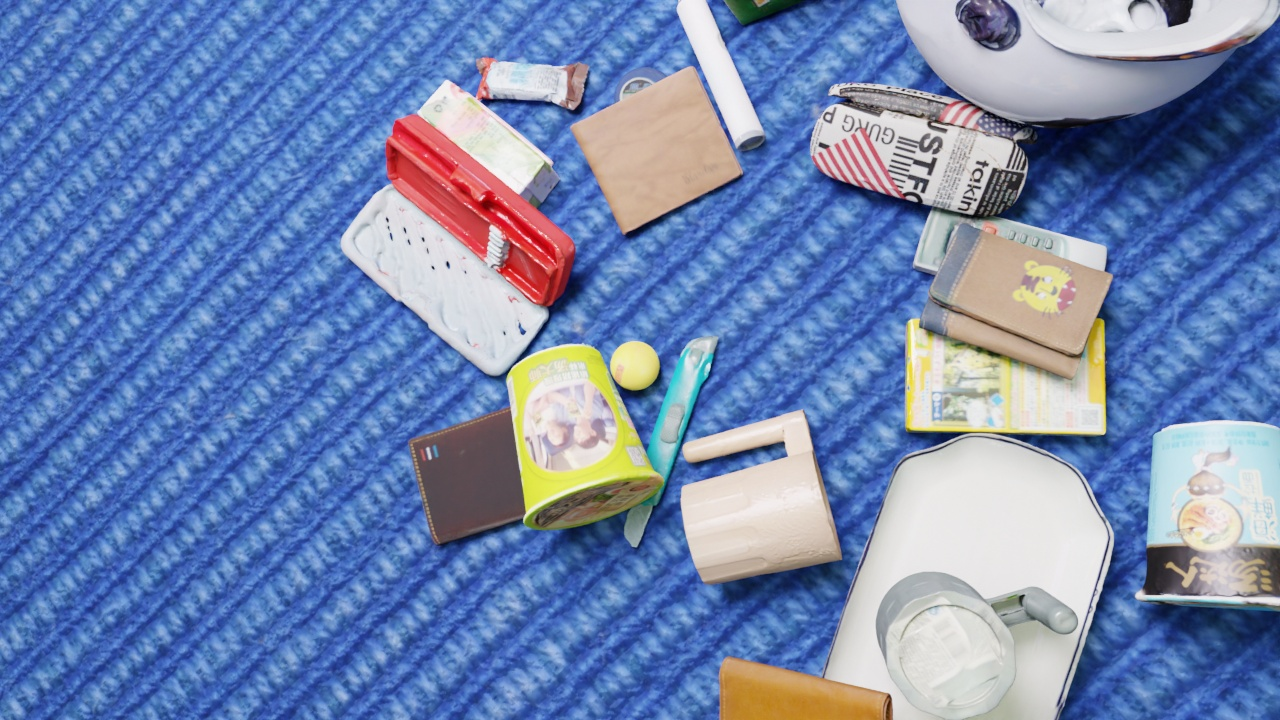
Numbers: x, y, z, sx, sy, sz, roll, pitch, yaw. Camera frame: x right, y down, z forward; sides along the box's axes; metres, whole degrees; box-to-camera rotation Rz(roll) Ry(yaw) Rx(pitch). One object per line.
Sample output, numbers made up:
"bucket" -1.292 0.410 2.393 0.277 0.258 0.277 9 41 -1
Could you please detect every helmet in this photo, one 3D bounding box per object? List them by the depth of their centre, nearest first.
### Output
"helmet" 0.292 -0.258 0.655 0.228 0.146 0.258 -33 69 -19

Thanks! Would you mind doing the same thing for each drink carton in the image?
"drink carton" -0.129 -0.187 0.796 0.122 0.053 0.045 40 92 13

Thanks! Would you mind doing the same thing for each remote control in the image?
"remote control" 0.285 -0.079 0.709 0.135 0.019 0.056 19 87 14

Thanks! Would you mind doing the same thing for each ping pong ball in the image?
"ping pong ball" -0.004 0.004 0.751 0.040 0.040 0.040 -2 82 12

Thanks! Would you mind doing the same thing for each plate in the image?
"plate" 0.237 0.186 0.678 0.162 0.034 0.265 18 87 14

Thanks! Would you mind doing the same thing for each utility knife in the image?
"utility knife" 0.023 0.064 0.752 0.029 0.013 0.185 18 88 22

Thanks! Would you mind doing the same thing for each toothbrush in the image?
"toothbrush" 0.053 -0.280 0.783 0.026 0.026 0.221 -24 78 14

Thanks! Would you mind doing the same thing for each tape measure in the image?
"tape measure" 0.005 -0.222 0.786 0.058 0.025 0.054 1 82 3

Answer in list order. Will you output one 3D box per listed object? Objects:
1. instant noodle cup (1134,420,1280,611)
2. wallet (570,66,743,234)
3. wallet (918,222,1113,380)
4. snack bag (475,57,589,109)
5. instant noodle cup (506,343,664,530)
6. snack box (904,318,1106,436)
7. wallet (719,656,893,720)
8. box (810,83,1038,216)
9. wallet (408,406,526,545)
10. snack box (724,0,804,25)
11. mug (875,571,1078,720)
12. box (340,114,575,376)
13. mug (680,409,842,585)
"instant noodle cup" 0.395 0.106 0.624 0.111 0.111 0.120 0 75 12
"wallet" 0.014 -0.175 0.766 0.115 0.020 0.101 -26 100 7
"wallet" 0.273 -0.044 0.673 0.115 0.033 0.090 23 75 16
"snack bag" -0.100 -0.246 0.811 0.105 0.026 0.045 7 75 12
"instant noodle cup" -0.052 0.057 0.725 0.112 0.111 0.123 -22 68 9
"snack box" 0.273 0.013 0.694 0.140 0.033 0.087 0 83 11
"wallet" 0.119 0.289 0.674 0.131 0.035 0.119 1 86 35
"box" 0.221 -0.173 0.718 0.162 0.086 0.076 18 130 16
"wallet" -0.130 0.095 0.780 0.122 0.020 0.096 -18 79 7
"snack box" 0.100 -0.346 0.746 0.106 0.117 0.118 -27 75 20
"mug" 0.220 0.181 0.611 0.124 0.103 0.083 -21 78 10
"box" -0.156 -0.099 0.790 0.201 0.069 0.158 39 117 13
"mug" 0.089 0.104 0.705 0.104 0.084 0.124 -16 55 11
